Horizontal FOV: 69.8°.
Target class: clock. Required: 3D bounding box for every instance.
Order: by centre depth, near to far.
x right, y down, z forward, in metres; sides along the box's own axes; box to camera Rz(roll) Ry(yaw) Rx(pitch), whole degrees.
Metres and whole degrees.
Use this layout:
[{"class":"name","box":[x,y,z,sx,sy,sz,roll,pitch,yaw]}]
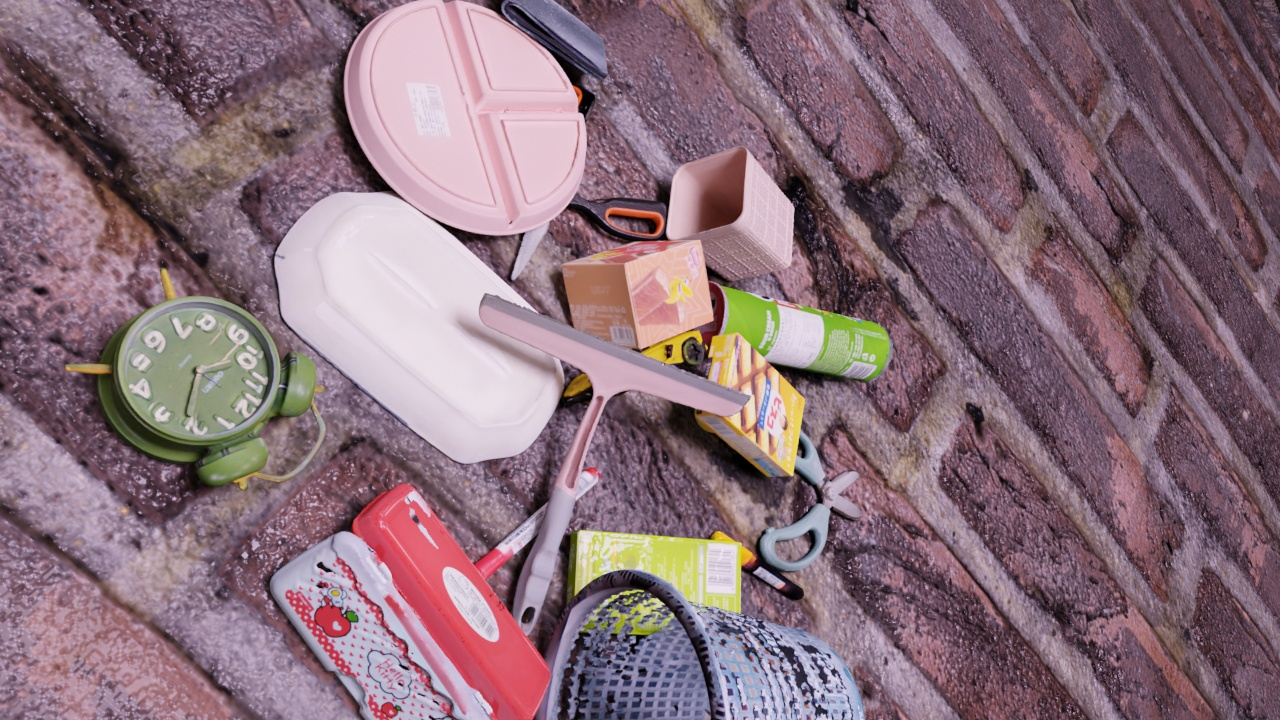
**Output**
[{"class":"clock","box":[-0.296,0.021,0.641,0.161,0.056,0.115,40,58,-19]}]

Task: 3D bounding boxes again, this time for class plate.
[{"class":"plate","box":[-0.169,-0.032,0.758,0.265,0.034,0.161,44,56,-17]},{"class":"plate","box":[-0.144,-0.221,0.811,0.229,0.028,0.229,12,67,-30]}]

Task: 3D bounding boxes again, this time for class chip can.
[{"class":"chip can","box":[0.157,-0.025,0.959,0.235,0.072,0.072,10,71,-32]}]

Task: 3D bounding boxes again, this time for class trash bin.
[{"class":"trash bin","box":[0.056,0.283,0.709,0.194,0.227,0.226,15,68,-36]}]

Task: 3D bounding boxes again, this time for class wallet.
[{"class":"wallet","box":[-0.082,-0.327,0.893,0.120,0.019,0.097,30,32,-26]}]

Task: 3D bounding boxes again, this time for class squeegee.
[{"class":"squeegee","box":[-0.059,0.104,0.758,0.247,0.040,0.249,22,83,-19]}]

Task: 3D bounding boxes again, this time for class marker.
[{"class":"marker","box":[-0.086,0.136,0.777,0.144,0.017,0.017,-38,99,-36]},{"class":"marker","box":[0.115,0.202,0.896,0.124,0.018,0.015,37,24,-22]}]

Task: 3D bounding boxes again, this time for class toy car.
[{"class":"toy car","box":[-0.005,0.005,0.838,0.155,0.071,0.041,-22,91,-36]}]

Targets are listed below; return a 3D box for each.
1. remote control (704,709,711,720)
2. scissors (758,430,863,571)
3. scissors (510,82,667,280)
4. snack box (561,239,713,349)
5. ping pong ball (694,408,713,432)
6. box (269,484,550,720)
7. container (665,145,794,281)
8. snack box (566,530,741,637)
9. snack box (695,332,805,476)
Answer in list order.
[{"class":"remote control","box":[0.047,0.251,0.829,0.058,0.021,0.150,-11,82,-28]},{"class":"scissors","box":[0.165,0.150,0.946,0.170,0.019,0.180,35,58,-22]},{"class":"scissors","box":[-0.070,-0.166,0.878,0.220,0.022,0.233,21,65,-23]},{"class":"snack box","box":[-0.003,-0.062,0.834,0.094,0.093,0.077,-22,108,-37]},{"class":"ping pong ball","box":[0.073,0.051,0.897,0.040,0.040,0.040,11,70,-32]},{"class":"box","box":[-0.169,0.205,0.686,0.201,0.101,0.102,55,15,-7]},{"class":"container","box":[0.096,-0.142,0.930,0.111,0.090,0.089,31,57,-46]},{"class":"snack box","box":[0.013,0.196,0.799,0.156,0.026,0.085,7,74,-20]},{"class":"snack box","box":[0.109,0.045,0.883,0.140,0.034,0.086,42,53,-42]}]
